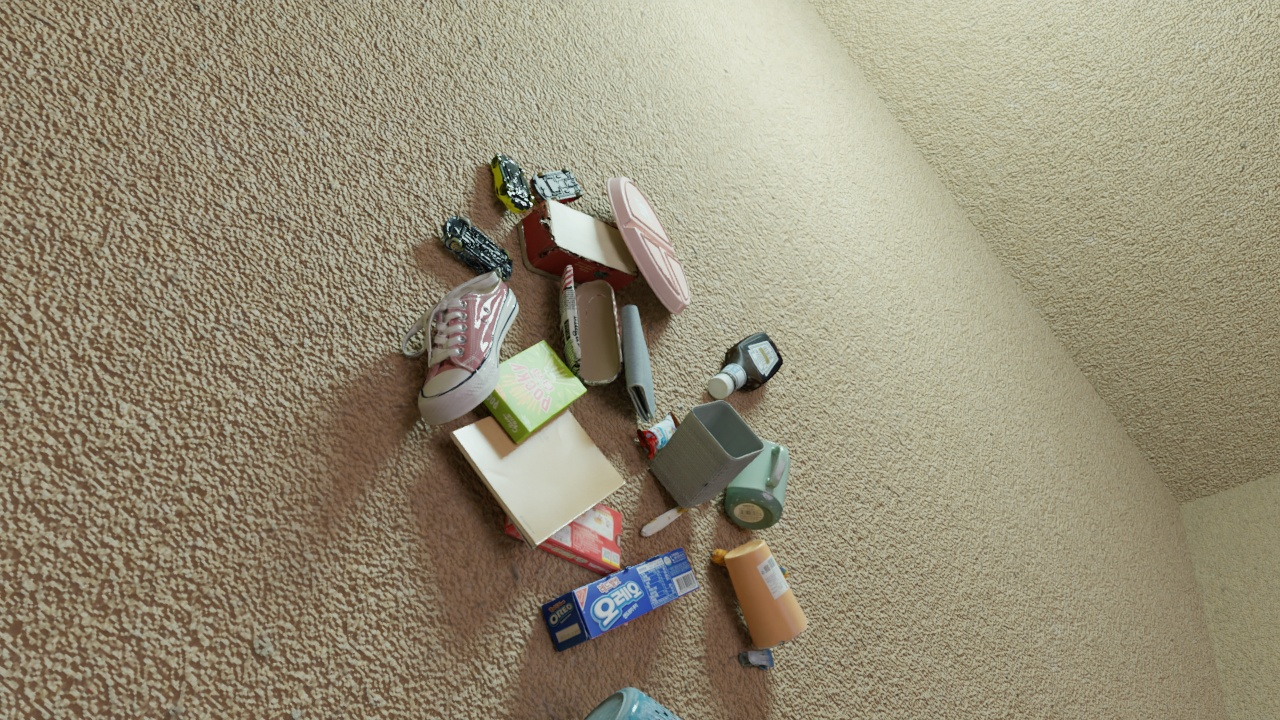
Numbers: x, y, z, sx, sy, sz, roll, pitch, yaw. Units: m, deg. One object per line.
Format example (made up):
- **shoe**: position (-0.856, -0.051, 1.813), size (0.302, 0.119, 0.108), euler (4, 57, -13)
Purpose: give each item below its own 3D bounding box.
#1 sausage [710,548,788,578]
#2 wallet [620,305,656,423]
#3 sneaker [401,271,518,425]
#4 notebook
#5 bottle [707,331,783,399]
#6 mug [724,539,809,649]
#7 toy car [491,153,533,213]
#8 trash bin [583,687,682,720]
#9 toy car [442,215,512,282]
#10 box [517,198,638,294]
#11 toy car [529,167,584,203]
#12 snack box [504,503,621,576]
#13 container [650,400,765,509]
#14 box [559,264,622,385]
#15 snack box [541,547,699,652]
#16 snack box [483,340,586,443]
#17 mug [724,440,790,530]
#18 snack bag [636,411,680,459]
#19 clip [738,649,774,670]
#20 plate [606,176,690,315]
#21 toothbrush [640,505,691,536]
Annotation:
- **sausage**: position (0.152, 0.282, 1.260), size (0.165, 0.022, 0.021), euler (24, 47, -39)
- **wallet**: position (-0.007, 0.007, 1.236), size (0.107, 0.037, 0.129), euler (74, 9, -55)
- **sneaker**: position (-0.198, -0.029, 1.001), size (0.088, 0.118, 0.240), euler (59, 24, -30)
- **notebook**: position (-0.110, 0.115, 1.039), size (0.149, 0.012, 0.211), euler (52, 26, 7)
- **bottle**: position (0.165, 0.013, 1.464), size (0.080, 0.044, 0.194), euler (58, 36, 0)
- **mug**: position (0.159, 0.301, 1.192), size (0.078, 0.078, 0.122), euler (-23, 89, -55)
- **toy car**: position (-0.178, -0.240, 1.249), size (0.048, 0.032, 0.105), euler (21, 38, -41)
- **trash bin**: position (0.012, 0.421, 0.842), size (0.195, 0.227, 0.225), euler (43, 36, 1)
- **toy car**: position (-0.204, -0.135, 1.137), size (0.105, 0.031, 0.048), euler (40, 38, -27)
- **box**: position (-0.079, -0.158, 1.267), size (0.168, 0.079, 0.091), euler (16, 52, -45)
- **toy car**: position (-0.123, -0.248, 1.321), size (0.049, 0.031, 0.106), euler (58, 32, 1)
- **snack box**: position (-0.084, 0.185, 1.043), size (0.153, 0.026, 0.075), euler (32, 41, -33)
- **container**: position (0.084, 0.126, 1.202), size (0.090, 0.115, 0.090), euler (-9, 53, -52)
- **box**: position (-0.072, -0.050, 1.193), size (0.087, 0.076, 0.162), euler (58, 22, -59)
- **snack box**: position (-0.018, 0.266, 1.034), size (0.207, 0.058, 0.057), euler (-7, 70, -53)
- **snack box**: position (-0.128, 0.033, 1.078), size (0.086, 0.026, 0.156), euler (50, 26, 2)
- **mug**: position (0.172, 0.171, 1.291), size (0.082, 0.112, 0.106), euler (29, 43, -8)
- **snack bag**: position (0.027, 0.102, 1.243), size (0.105, 0.026, 0.045), euler (-23, 81, -56)
- **clip**: position (0.151, 0.384, 1.183), size (0.057, 0.036, 0.025), euler (21, 51, -42)
- **plate**: position (0.017, -0.175, 1.371), size (0.229, 0.028, 0.229), euler (56, 16, -26)
- **toothbrush**: position (0.054, 0.196, 1.215), size (0.190, 0.018, 0.016), euler (-21, 79, -52)
